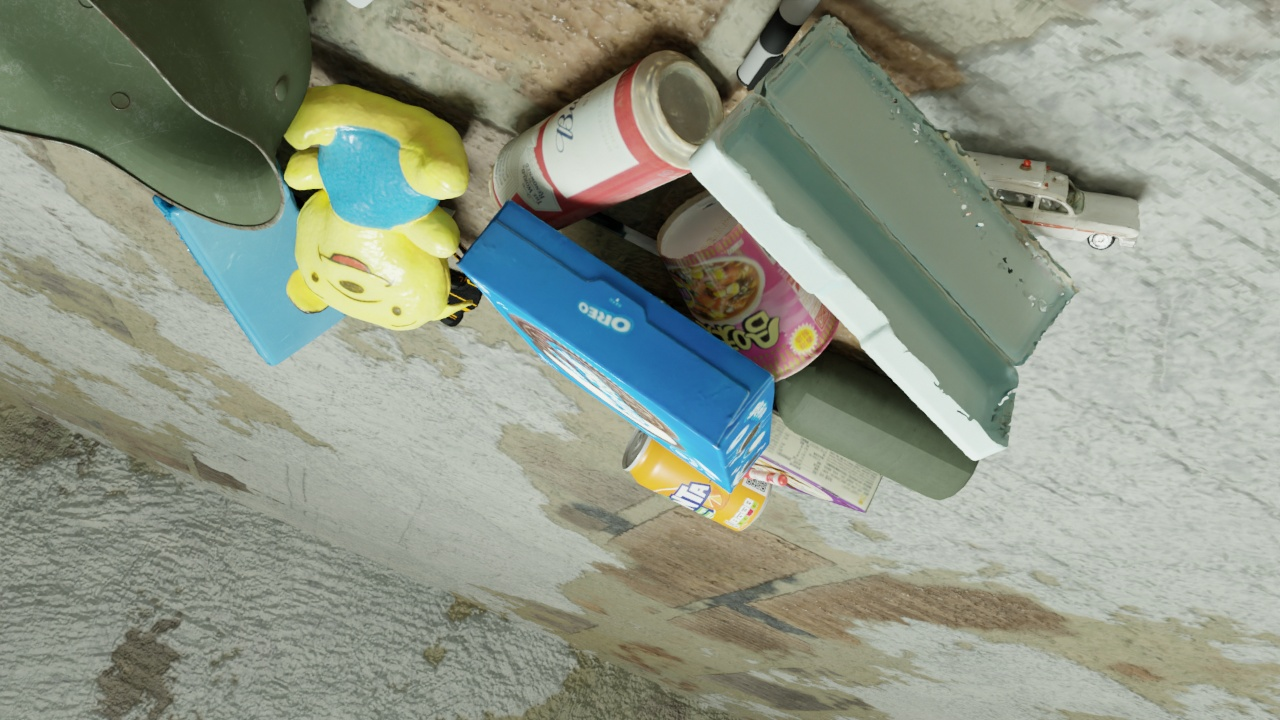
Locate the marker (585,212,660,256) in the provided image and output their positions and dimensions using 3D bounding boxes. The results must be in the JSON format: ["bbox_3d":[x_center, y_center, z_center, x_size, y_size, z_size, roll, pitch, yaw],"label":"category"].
[{"bbox_3d":[0.027,-0.076,0.681,0.152,0.011,0.011,26,154,-8],"label":"marker"}]

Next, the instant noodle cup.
[{"bbox_3d":[0.067,-0.054,0.610,0.098,0.097,0.108,-3,137,41],"label":"instant noodle cup"}]

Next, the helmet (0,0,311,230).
[{"bbox_3d":[-0.285,-0.199,0.518,0.227,0.153,0.268,7,145,31],"label":"helmet"}]

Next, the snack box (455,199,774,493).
[{"bbox_3d":[-0.004,0.004,0.633,0.195,0.056,0.239,35,172,14],"label":"snack box"}]

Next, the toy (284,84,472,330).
[{"bbox_3d":[-0.192,-0.104,0.681,0.149,0.083,0.215,26,141,5],"label":"toy"}]

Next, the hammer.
[{"bbox_3d":[-0.286,-0.125,0.804,0.320,0.036,0.124,26,150,-13],"label":"hammer"}]

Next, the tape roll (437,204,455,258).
[{"bbox_3d":[-0.204,-0.103,0.760,0.091,0.016,0.093,21,134,-6],"label":"tape roll"}]

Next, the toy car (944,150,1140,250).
[{"bbox_3d":[0.208,-0.089,0.492,0.113,0.039,0.039,12,131,18],"label":"toy car"}]

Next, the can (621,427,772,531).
[{"bbox_3d":[0.059,0.112,0.937,0.142,0.079,0.079,27,154,-12],"label":"can"}]

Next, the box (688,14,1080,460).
[{"bbox_3d":[0.122,-0.060,0.444,0.197,0.136,0.049,44,149,-9],"label":"box"}]

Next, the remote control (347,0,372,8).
[{"bbox_3d":[-0.137,-0.237,0.500,0.147,0.008,0.045,-9,141,47],"label":"remote control"}]

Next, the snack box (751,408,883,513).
[{"bbox_3d":[0.118,0.077,0.822,0.143,0.040,0.148,29,172,-15],"label":"snack box"}]

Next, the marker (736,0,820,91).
[{"bbox_3d":[0.081,-0.178,0.437,0.016,0.016,0.141,26,154,-9],"label":"marker"}]

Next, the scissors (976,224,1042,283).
[{"bbox_3d":[0.182,-0.070,0.565,0.128,0.019,0.154,30,155,-12],"label":"scissors"}]

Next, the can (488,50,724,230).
[{"bbox_3d":[-0.026,-0.127,0.560,0.067,0.067,0.171,37,151,-29],"label":"can"}]

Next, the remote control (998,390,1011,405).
[{"bbox_3d":[0.254,0.011,0.670,0.033,0.012,0.131,10,152,23],"label":"remote control"}]

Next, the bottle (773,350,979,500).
[{"bbox_3d":[0.165,0.039,0.727,0.207,0.071,0.072,26,154,-8],"label":"bottle"}]

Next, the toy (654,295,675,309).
[{"bbox_3d":[-0.004,-0.031,0.765,0.093,0.036,0.094,27,153,7],"label":"toy"}]

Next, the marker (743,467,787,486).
[{"bbox_3d":[0.106,0.103,0.826,0.013,0.012,0.142,25,173,-8],"label":"marker"}]

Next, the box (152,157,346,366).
[{"bbox_3d":[-0.339,-0.103,0.779,0.102,0.094,0.232,43,159,20],"label":"box"}]
